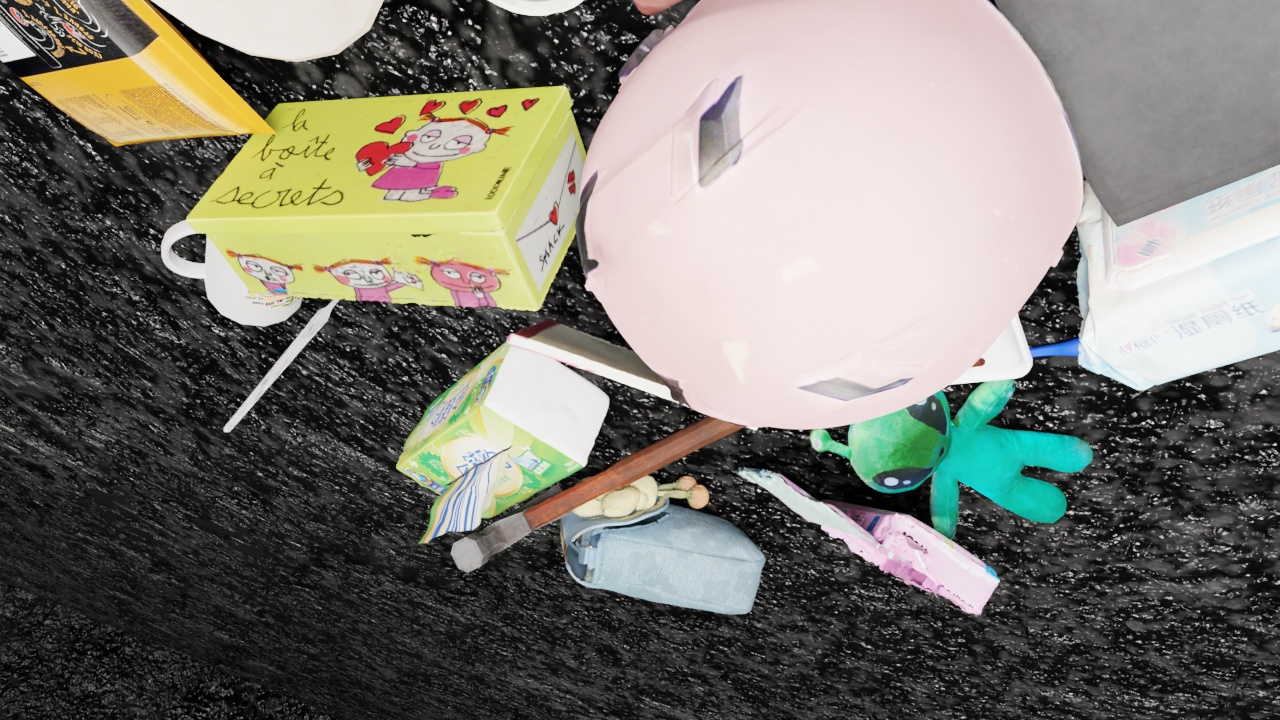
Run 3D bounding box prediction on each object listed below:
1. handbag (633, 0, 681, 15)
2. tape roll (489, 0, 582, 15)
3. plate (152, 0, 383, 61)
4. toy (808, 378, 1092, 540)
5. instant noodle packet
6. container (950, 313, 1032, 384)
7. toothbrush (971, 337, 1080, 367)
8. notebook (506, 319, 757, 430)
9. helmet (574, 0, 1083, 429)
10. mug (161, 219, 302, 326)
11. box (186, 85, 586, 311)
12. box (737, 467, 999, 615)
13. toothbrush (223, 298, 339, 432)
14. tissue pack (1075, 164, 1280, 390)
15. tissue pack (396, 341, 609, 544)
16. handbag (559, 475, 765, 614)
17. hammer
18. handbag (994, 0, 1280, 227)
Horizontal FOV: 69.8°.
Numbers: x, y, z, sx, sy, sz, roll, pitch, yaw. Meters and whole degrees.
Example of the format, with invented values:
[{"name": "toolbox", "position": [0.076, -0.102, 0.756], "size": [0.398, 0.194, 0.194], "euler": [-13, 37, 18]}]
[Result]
[{"name": "handbag", "position": [0.044, -0.205, 0.426], "size": [0.120, 0.029, 0.055], "euler": [-10, 133, 27]}, {"name": "tape roll", "position": [-0.060, -0.219, 0.463], "size": [0.093, 0.013, 0.093], "euler": [13, 144, 9]}, {"name": "plate", "position": [-0.202, -0.235, 0.439], "size": [0.189, 0.027, 0.189], "euler": [13, 143, 10]}, {"name": "toy", "position": [0.218, 0.060, 0.656], "size": [0.193, 0.072, 0.131], "euler": [17, 106, -1]}, {"name": "instant noodle packet", "position": [-0.351, -0.197, 0.583], "size": [0.221, 0.032, 0.160], "euler": [7, 151, 36]}, {"name": "container", "position": [0.180, -0.045, 0.546], "size": [0.081, 0.049, 0.129], "euler": [-7, 136, 33]}, {"name": "toothbrush", "position": [0.290, -0.010, 0.566], "size": [0.183, 0.018, 0.016], "euler": [-10, 107, 35]}, {"name": "notebook", "position": [-0.004, 0.004, 0.620], "size": [0.153, 0.012, 0.208], "euler": [19, -176, -1]}, {"name": "helmet", "position": [0.068, -0.059, 0.450], "size": [0.256, 0.152, 0.230], "euler": [-16, 114, 45]}, {"name": "mug", "position": [-0.305, -0.081, 0.697], "size": [0.105, 0.073, 0.090], "euler": [5, 151, -25]}, {"name": "box", "position": [-0.152, -0.102, 0.571], "size": [0.221, 0.124, 0.081], "euler": [7, 142, 21]}, {"name": "box", "position": [0.159, 0.122, 0.706], "size": [0.159, 0.035, 0.230], "euler": [33, 174, 1]}, {"name": "toothbrush", "position": [-0.252, -0.016, 0.678], "size": [0.010, 0.181, 0.010], "euler": [-5, 132, 35]}, {"name": "tissue pack", "position": [0.289, -0.066, 0.414], "size": [0.070, 0.111, 0.182], "euler": [36, 141, -23]}, {"name": "tissue pack", "position": [-0.135, 0.089, 0.793], "size": [0.120, 0.141, 0.198], "euler": [31, 143, -15]}, {"name": "handbag", "position": [0.020, 0.161, 0.848], "size": [0.192, 0.118, 0.122], "euler": [14, -175, -7]}, {"name": "hammer", "position": [-0.004, 0.083, 0.722], "size": [0.301, 0.111, 0.028], "euler": [-29, 87, 19]}, {"name": "handbag", "position": [0.224, -0.174, 0.348], "size": [0.195, 0.072, 0.176], "euler": [43, 139, -22]}]
